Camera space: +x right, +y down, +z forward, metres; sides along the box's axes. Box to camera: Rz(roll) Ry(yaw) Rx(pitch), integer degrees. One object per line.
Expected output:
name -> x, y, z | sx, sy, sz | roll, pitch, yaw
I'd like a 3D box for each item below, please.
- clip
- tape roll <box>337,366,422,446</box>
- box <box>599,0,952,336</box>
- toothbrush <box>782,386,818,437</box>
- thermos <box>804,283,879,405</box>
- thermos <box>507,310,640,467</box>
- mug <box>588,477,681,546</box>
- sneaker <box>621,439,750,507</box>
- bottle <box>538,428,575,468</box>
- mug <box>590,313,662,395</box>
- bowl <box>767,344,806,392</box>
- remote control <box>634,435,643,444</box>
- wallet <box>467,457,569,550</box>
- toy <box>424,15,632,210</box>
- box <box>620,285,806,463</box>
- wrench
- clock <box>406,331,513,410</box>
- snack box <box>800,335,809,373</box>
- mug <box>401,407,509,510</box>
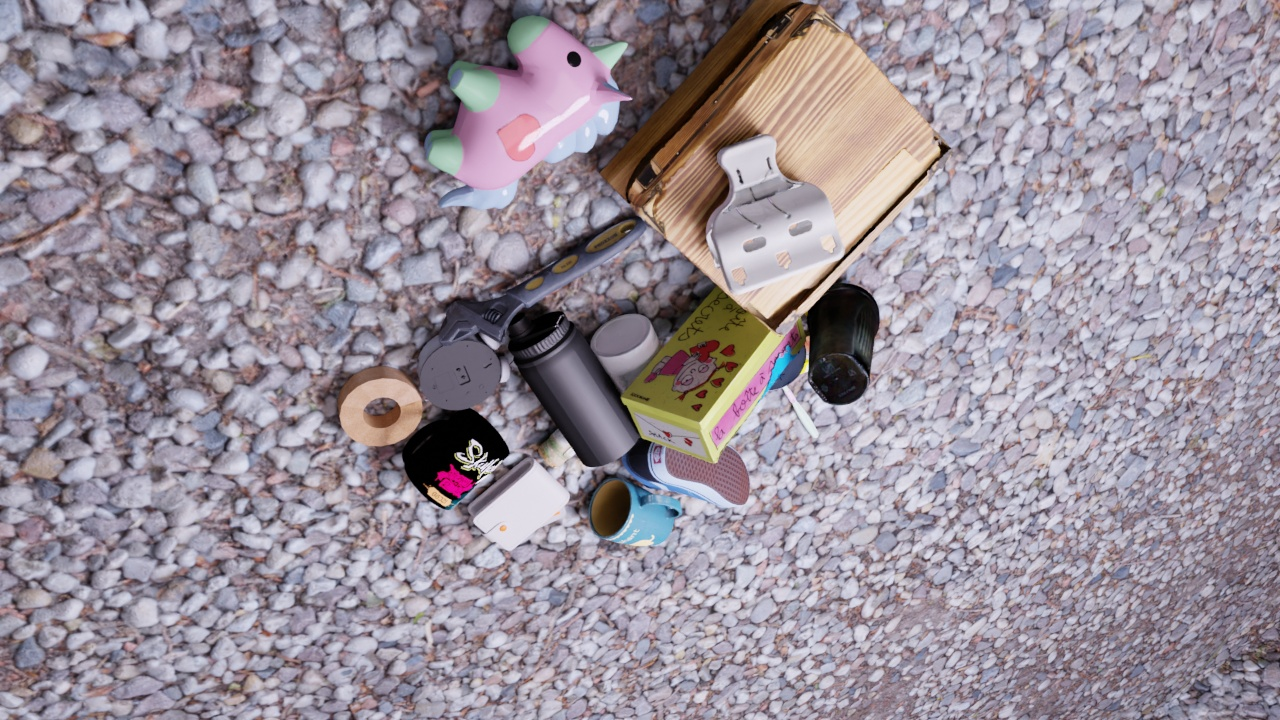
clip -> 0.123, -0.152, 0.937 | 0.126, 0.101, 0.152 | -20, 85, -2
tape roll -> -0.303, 0.054, 1.070 | 0.094, 0.027, 0.094 | -12, 125, -18
box -> 0.141, -0.217, 1.006 | 0.279, 0.192, 0.251 | -46, 126, 10
toothbrush -> 0.228, 0.068, 1.336 | 0.155, 0.015, 0.022 | 51, 61, -39
thermos -> 0.254, -0.026, 1.165 | 0.098, 0.220, 0.098 | 6, 118, 12
thermos -> -0.084, 0.025, 1.091 | 0.086, 0.086, 0.198 | -33, 114, -3
mug -> 0.003, 0.212, 1.272 | 0.112, 0.084, 0.104 | -25, 144, 33
sneaker -> 0.063, 0.154, 1.295 | 0.241, 0.098, 0.083 | 25, 64, -48
bottle -> -0.081, 0.092, 1.191 | 0.111, 0.043, 0.043 | -43, 128, 7
mug -> -0.007, 0.007, 1.144 | 0.082, 0.082, 0.105 | -30, 127, -5
bowl -> 0.157, -0.003, 1.212 | 0.114, 0.114, 0.045 | -18, 157, -14
remote control -> 0.011, 0.067, 1.233 | 0.032, 0.015, 0.137 | 21, 110, -34
wallet -> -0.156, 0.201, 1.230 | 0.118, 0.037, 0.115 | -40, 129, -1
toy -> -0.115, -0.238, 0.924 | 0.171, 0.120, 0.222 | 17, 112, -22
box -> 0.093, 0.007, 1.100 | 0.220, 0.124, 0.079 | -49, 136, -25
wrench -> -0.110, -0.090, 1.053 | 0.273, 0.073, 0.022 | -33, 154, -10
clock -> -0.204, 0.005, 1.081 | 0.122, 0.035, 0.095 | -23, 127, -11
snack box -> 0.196, 0.002, 1.258 | 0.148, 0.040, 0.029 | -19, 151, -14
mug -> -0.231, 0.111, 1.100 | 0.098, 0.082, 0.118 | -43, 143, 5
